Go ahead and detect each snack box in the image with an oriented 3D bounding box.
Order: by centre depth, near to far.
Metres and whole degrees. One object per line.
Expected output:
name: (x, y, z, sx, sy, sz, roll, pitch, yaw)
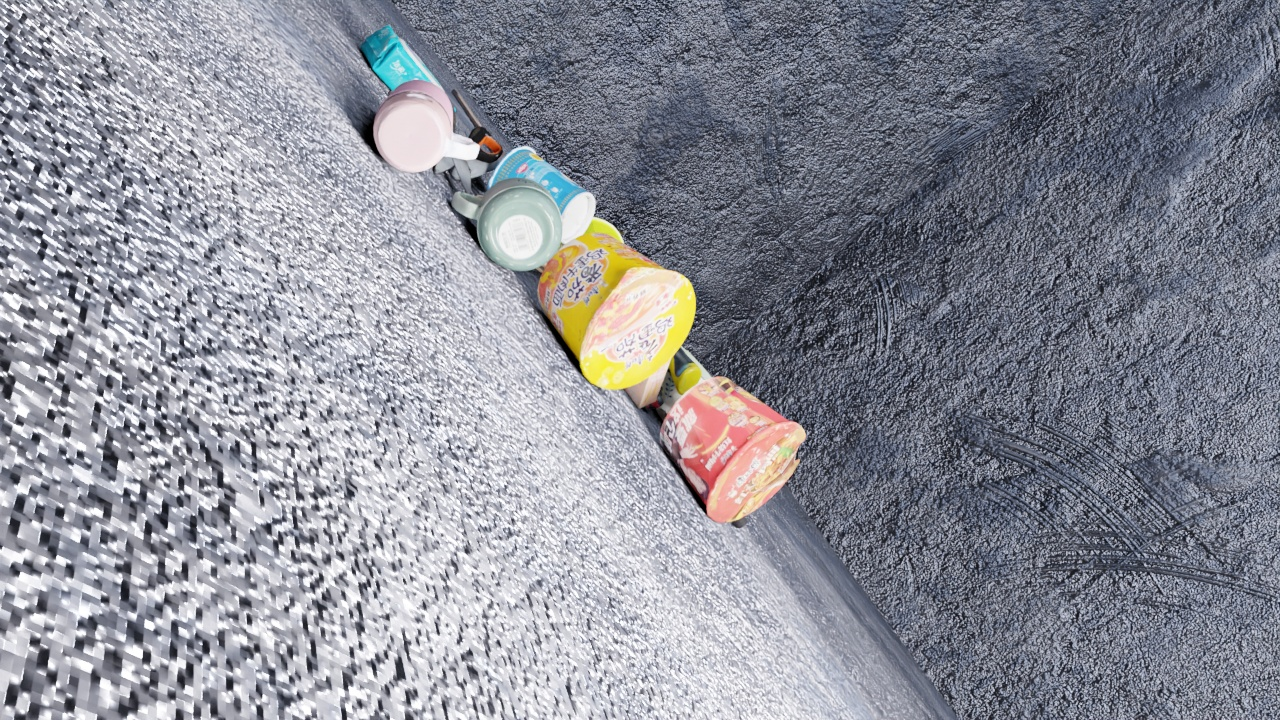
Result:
snack box: (-0.001, -0.019, 1.047, 0.084, 0.026, 0.158, 53, -27, 22)

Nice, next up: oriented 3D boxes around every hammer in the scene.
hammer: (-0.006, -0.070, 1.238, 0.031, 0.126, 0.323, 3, 33, -33)

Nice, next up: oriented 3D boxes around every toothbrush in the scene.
toothbrush: (-0.247, -0.267, 1.134, 0.189, 0.014, 0.017, 45, 9, -50)

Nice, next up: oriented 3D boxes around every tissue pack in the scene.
tissue pack: (-0.292, -0.357, 1.166, 0.133, 0.050, 0.093, 48, 5, -43)

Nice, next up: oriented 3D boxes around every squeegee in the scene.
squeegee: (-0.196, -0.254, 1.190, 0.247, 0.040, 0.249, 57, 12, -10)

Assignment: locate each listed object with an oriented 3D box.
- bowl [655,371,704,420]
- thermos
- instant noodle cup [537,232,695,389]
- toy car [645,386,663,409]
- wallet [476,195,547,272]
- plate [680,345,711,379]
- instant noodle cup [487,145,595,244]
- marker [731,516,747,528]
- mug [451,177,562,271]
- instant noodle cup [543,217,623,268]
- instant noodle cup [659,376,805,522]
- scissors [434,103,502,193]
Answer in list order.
bowl: (0.060, 0.061, 1.208, 0.113, 0.062, 0.113, 48, -12, 14)
thermos: (-0.190, -0.209, 0.819, 0.087, 0.067, 0.198, 11, 17, -16)
instant noodle cup: (-0.030, -0.057, 0.925, 0.110, 0.138, 0.138, 45, 0, 36)
toy car: (-0.007, 0.007, 1.150, 0.120, 0.045, 0.053, 65, 2, 14)
wallet: (-0.149, -0.145, 1.097, 0.087, 0.024, 0.115, 48, 1, 21)
plate: (0.062, 0.035, 1.324, 0.230, 0.027, 0.230, 46, -14, 15)
instant noodle cup: (-0.119, -0.198, 1.142, 0.110, 0.099, 0.099, 32, -2, 20)
marker: (0.082, 0.148, 1.093, 0.132, 0.020, 0.022, 51, -10, -15)
mug: (-0.133, -0.141, 0.912, 0.111, 0.082, 0.106, 19, 14, -13)
instant noodle cup: (-0.065, -0.107, 1.174, 0.111, 0.112, 0.123, 48, 14, -34)
instant noodle cup: (0.093, 0.092, 1.005, 0.108, 0.138, 0.138, 44, 0, 34)
scissors: (-0.203, -0.246, 1.074, 0.189, 0.022, 0.229, 13, 34, -50)
